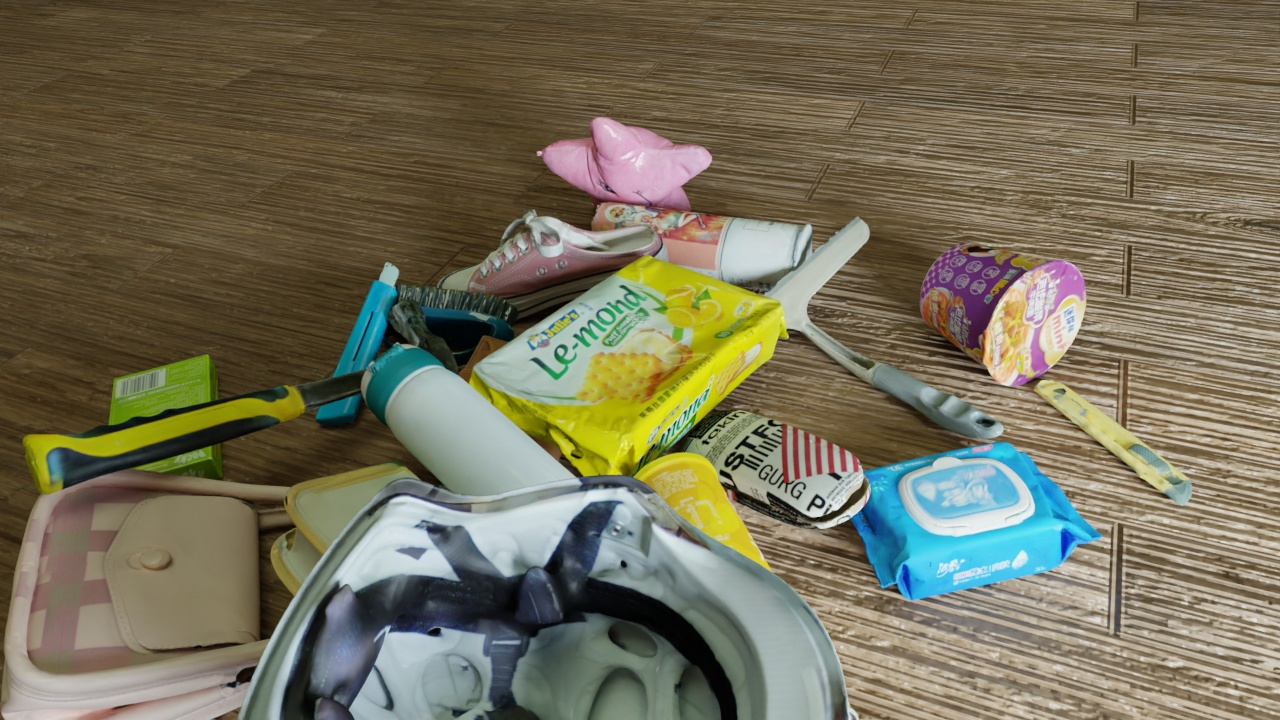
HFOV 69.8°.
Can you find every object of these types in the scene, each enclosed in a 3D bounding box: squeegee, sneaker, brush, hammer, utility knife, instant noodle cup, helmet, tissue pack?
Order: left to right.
[{"bbox_3d":[-0.284,0.037,0.710,0.322,0.032,0.126,-18,65,-41],"label":"hammer"},{"bbox_3d":[-0.248,-0.018,0.824,0.034,0.018,0.165,6,64,14],"label":"utility knife"},{"bbox_3d":[-0.187,-0.029,0.858,0.144,0.055,0.073,6,61,14],"label":"brush"},{"bbox_3d":[-0.096,-0.102,0.888,0.241,0.088,0.118,-10,36,17],"label":"sneaker"},{"bbox_3d":[-0.046,0.180,0.432,0.258,0.146,0.228,4,40,-1],"label":"helmet"},{"bbox_3d":[0.199,0.005,0.780,0.246,0.039,0.246,-40,50,-17],"label":"squeegee"},{"bbox_3d":[0.225,0.106,0.636,0.157,0.052,0.094,-10,38,-7],"label":"tissue pack"},{"bbox_3d":[0.304,-0.049,0.788,0.111,0.112,0.099,-21,34,-19],"label":"instant noodle cup"},{"bbox_3d":[0.365,0.060,0.714,0.031,0.018,0.151,-14,34,-20],"label":"utility knife"}]

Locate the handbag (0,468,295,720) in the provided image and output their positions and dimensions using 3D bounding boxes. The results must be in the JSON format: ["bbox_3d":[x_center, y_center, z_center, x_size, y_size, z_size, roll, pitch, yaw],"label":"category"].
[{"bbox_3d":[-0.289,0.153,0.627,0.234,0.093,0.193,-6,36,-20],"label":"handbag"}]

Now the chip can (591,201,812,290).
[{"bbox_3d":[0.059,-0.114,0.923,0.215,0.071,0.071,10,40,20],"label":"chip can"}]

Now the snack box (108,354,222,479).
[{"bbox_3d":[-0.411,0.057,0.794,0.085,0.026,0.156,-17,39,-15],"label":"snack box"}]

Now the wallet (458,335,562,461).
[{"bbox_3d":[-0.112,0.036,0.769,0.119,0.035,0.130,19,41,0],"label":"wallet"}]

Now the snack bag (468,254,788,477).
[{"bbox_3d":[-0.004,0.004,0.739,0.158,0.068,0.245,23,44,33],"label":"snack bag"}]

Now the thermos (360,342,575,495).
[{"bbox_3d":[-0.113,0.068,0.650,0.224,0.073,0.073,37,53,26],"label":"thermos"}]

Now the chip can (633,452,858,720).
[{"bbox_3d":[0.056,0.151,0.582,0.072,0.072,0.213,-15,39,-13],"label":"chip can"}]

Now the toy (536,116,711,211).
[{"bbox_3d":[-0.023,-0.199,0.980,0.178,0.195,0.074,14,76,-5],"label":"toy"}]

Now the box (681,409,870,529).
[{"bbox_3d":[0.091,0.072,0.666,0.074,0.064,0.164,-17,19,-34],"label":"box"}]

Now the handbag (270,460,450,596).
[{"bbox_3d":[-0.136,0.136,0.622,0.163,0.063,0.178,37,25,22],"label":"handbag"}]
